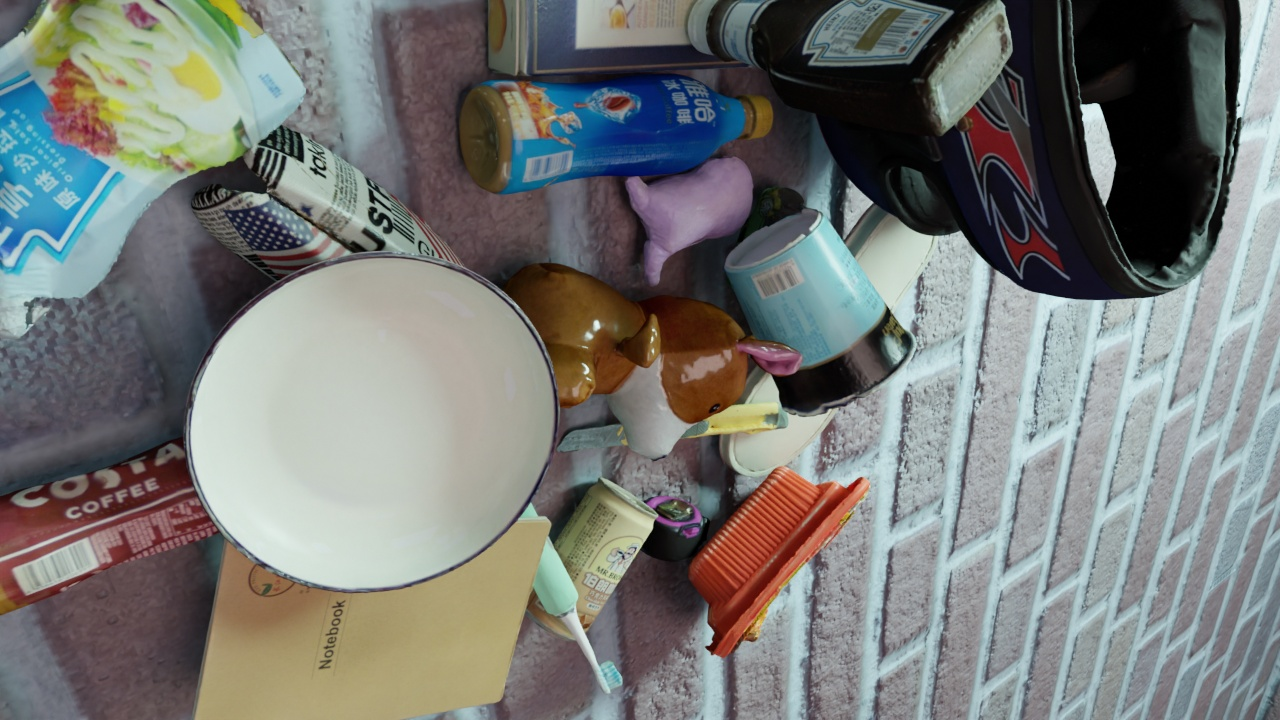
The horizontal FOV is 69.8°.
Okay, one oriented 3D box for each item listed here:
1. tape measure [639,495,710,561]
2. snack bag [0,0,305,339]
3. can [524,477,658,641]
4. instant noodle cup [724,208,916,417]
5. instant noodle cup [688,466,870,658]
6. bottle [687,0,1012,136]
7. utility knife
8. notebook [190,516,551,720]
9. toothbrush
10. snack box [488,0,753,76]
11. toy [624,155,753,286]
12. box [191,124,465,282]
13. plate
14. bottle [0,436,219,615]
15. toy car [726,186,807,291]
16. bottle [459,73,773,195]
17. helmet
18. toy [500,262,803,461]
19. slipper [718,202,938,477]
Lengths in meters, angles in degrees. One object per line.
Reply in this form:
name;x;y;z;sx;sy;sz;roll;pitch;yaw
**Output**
tape measure;0.024;0.135;0.749;0.057;0.057;0.039;-19;126;-57
snack bag;-0.258;-0.103;0.415;0.190;0.039;0.110;-46;116;-13
can;-0.040;0.153;0.706;0.058;0.058;0.116;34;89;-43
instant noodle cup;0.122;-0.040;0.662;0.111;0.111;0.120;-38;108;-18
instant noodle cup;0.104;0.163;0.779;0.188;0.079;0.165;-47;168;-12
bottle;0.100;-0.175;0.506;0.079;0.195;0.044;-49;134;-10
utility knife;0.030;0.052;0.719;0.198;0.021;0.031;-3;117;-16
notebook;-0.161;0.167;0.572;0.207;0.008;0.148;6;107;-39
toothbrush;-0.068;0.148;0.653;0.027;0.026;0.224;-26;105;-5
snack box;-0.002;-0.265;0.544;0.182;0.046;0.178;-14;120;-34
toy;0.040;-0.107;0.658;0.107;0.039;0.084;-28;125;-28
box;-0.168;-0.054;0.511;0.087;0.076;0.163;-40;136;10
plate;-0.141;0.032;0.499;0.192;0.039;0.192;-8;111;-21
bottle;-0.264;0.076;0.495;0.174;0.057;0.057;-20;122;-30
toy car;0.097;-0.091;0.712;0.043;0.036;0.091;11;106;-40
bottle;-0.005;-0.150;0.585;0.218;0.065;0.065;-15;119;-33
helmet;0.237;-0.197;0.623;0.246;0.241;0.315;-23;107;-27
toy;-0.004;0.004;0.616;0.199;0.140;0.130;0;92;-34
slipper;0.148;-0.022;0.771;0.114;0.054;0.275;20;107;-38
